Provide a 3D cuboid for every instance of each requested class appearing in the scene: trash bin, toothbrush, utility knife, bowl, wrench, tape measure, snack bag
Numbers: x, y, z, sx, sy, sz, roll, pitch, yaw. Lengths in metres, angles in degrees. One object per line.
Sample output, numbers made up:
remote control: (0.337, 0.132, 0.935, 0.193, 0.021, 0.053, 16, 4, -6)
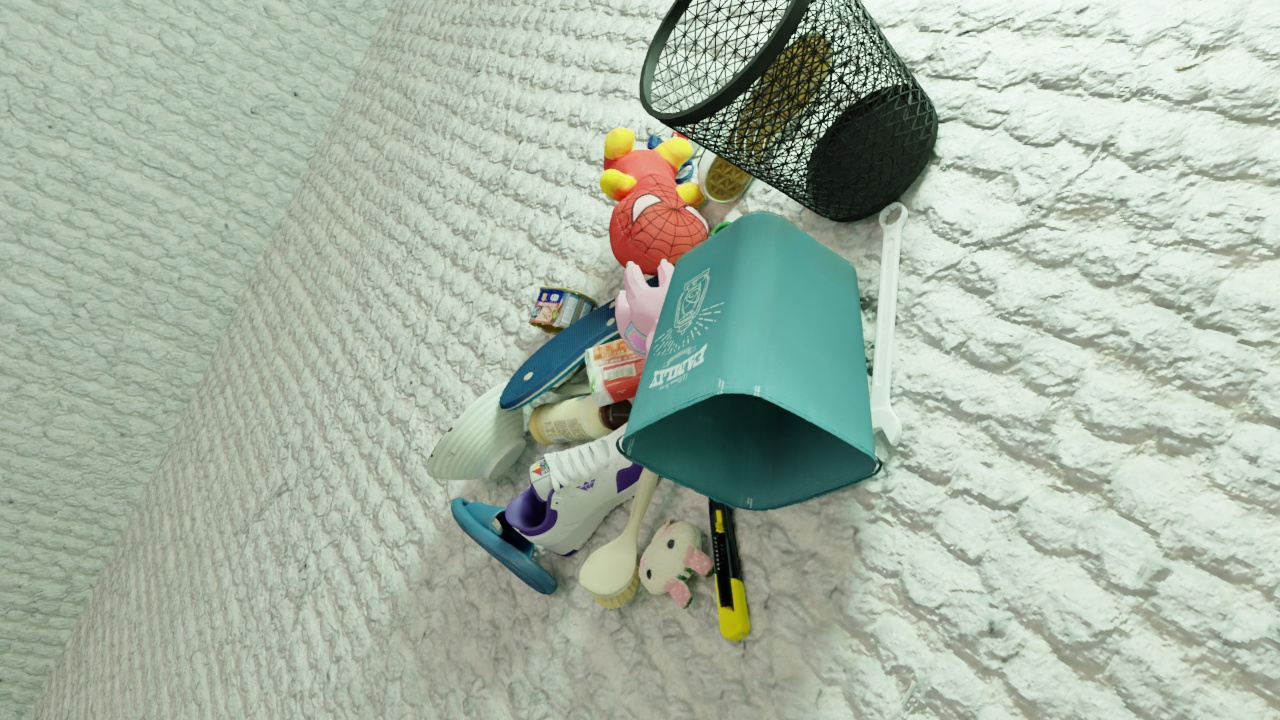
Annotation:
trash bin: (0.111, 0.000, 0.887, 0.197, 0.199, 0.218, -29, 41, 46)
toothbrush: (0.005, -0.237, 1.300, 0.016, 0.017, 0.189, -11, 61, 48)
trash bin: (0.161, -0.270, 0.925, 0.218, 0.243, 0.216, -33, 42, 36)
utility knife: (0.086, 0.199, 0.937, 0.029, 0.020, 0.173, -29, 46, 28)
bowl: (-0.209, 0.117, 1.281, 0.071, 0.177, 0.177, 41, 105, 11)
wrench: (0.239, -0.035, 0.895, 0.047, 0.009, 0.272, -14, 59, 47)
tape measure: (0.065, -0.311, 1.266, 0.062, 0.020, 0.060, -59, 36, 8)
snack bag: (-0.007, 0.006, 1.110, 0.116, 0.036, 0.076, -16, 51, 9)

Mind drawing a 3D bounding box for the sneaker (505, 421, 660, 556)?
sneaker: (-0.069, 0.133, 1.088, 0.245, 0.111, 0.091, -47, 39, 22)

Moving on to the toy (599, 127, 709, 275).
toy: (0.016, -0.196, 1.170, 0.099, 0.147, 0.216, 114, 153, -55)

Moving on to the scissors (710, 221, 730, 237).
scissors: (0.112, -0.125, 1.104, 0.128, 0.011, 0.125, -60, 35, 8)

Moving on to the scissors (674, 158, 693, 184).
scissors: (0.024, -0.229, 1.260, 0.133, 0.014, 0.127, -49, 48, 8)

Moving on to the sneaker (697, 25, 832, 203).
sneaker: (0.139, -0.307, 1.124, 0.236, 0.087, 0.079, -54, 31, 18)

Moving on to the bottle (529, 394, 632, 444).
bottle: (-0.075, 0.075, 1.179, 0.162, 0.056, 0.056, -12, 60, 47)

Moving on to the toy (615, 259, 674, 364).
toy: (0.019, -0.035, 1.032, 0.124, 0.067, 0.157, 108, 152, -56)

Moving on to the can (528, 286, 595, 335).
can: (-0.114, -0.069, 1.315, 0.100, 0.054, 0.059, 9, 77, 53)

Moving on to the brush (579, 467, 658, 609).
brush: (0.003, 0.145, 1.019, 0.062, 0.077, 0.272, 21, 88, 19)

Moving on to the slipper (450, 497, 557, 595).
slipper: (-0.168, 0.232, 1.177, 0.059, 0.104, 0.214, -48, 41, -14)

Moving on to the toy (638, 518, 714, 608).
toy: (0.032, 0.209, 0.976, 0.087, 0.050, 0.112, -54, 43, 14)

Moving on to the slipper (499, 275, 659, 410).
slipper: (-0.059, -0.016, 1.205, 0.295, 0.060, 0.118, -33, 28, 16)
